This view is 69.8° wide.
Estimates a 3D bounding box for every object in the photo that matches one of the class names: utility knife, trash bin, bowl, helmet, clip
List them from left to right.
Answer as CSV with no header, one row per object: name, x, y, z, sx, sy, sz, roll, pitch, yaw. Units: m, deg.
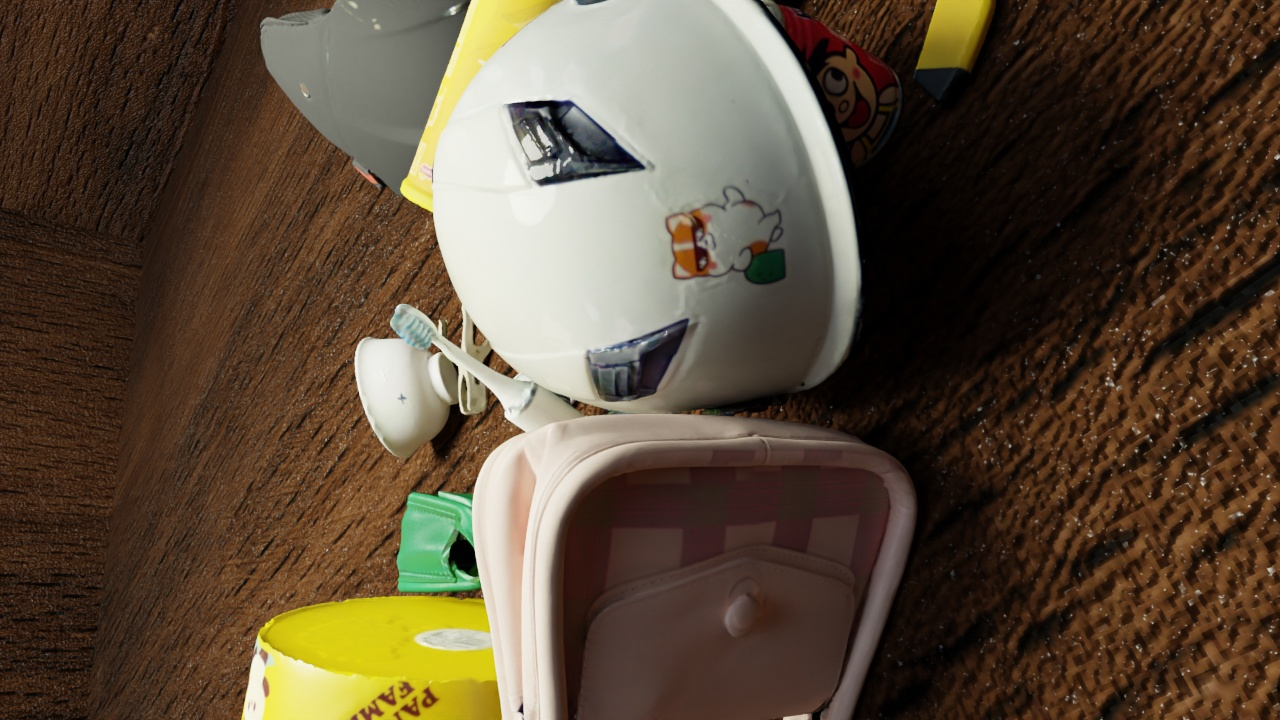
trash bin,-0.119,0.272,0.491,0.230,0.229,0.255,-1,84,54
bowl,-0.206,0.025,0.850,0.065,0.118,0.118,-18,55,6
clip,-0.161,-0.004,0.840,0.095,0.035,0.102,11,95,50
helmet,-0.133,-0.229,0.718,0.233,0.230,0.275,-48,-3,-19
helmet,-0.021,-0.069,0.463,0.274,0.156,0.230,-137,27,-68
utility knife,0.174,-0.205,0.466,0.033,0.015,0.156,21,94,48

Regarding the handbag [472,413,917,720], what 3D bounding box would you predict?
handbag,0.025,0.142,0.414,0.093,0.193,0.234,0,86,61

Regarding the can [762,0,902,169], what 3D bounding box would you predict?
can,0.087,-0.148,0.497,0.067,0.093,0.066,-24,60,48

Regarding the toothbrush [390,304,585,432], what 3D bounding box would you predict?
toothbrush,-0.045,0.036,0.509,0.027,0.221,0.026,-37,29,29

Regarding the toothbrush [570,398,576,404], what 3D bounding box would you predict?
toothbrush,-0.044,0.006,0.687,0.021,0.029,0.189,38,113,9

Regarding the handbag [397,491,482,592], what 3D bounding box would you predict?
handbag,-0.088,0.124,0.611,0.120,0.131,0.068,-6,77,50

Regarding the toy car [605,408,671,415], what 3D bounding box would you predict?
toy car,-0.004,0.004,0.619,0.054,0.036,0.120,-18,74,50

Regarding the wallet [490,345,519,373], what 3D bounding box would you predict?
wallet,-0.078,-0.033,0.748,0.115,0.020,0.101,41,111,49

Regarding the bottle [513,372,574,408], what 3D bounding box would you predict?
bottle,-0.034,0.080,0.581,0.044,0.079,0.194,-59,46,29

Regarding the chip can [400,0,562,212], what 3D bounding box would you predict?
chip can,-0.080,-0.189,0.567,0.072,0.072,0.213,40,111,52
